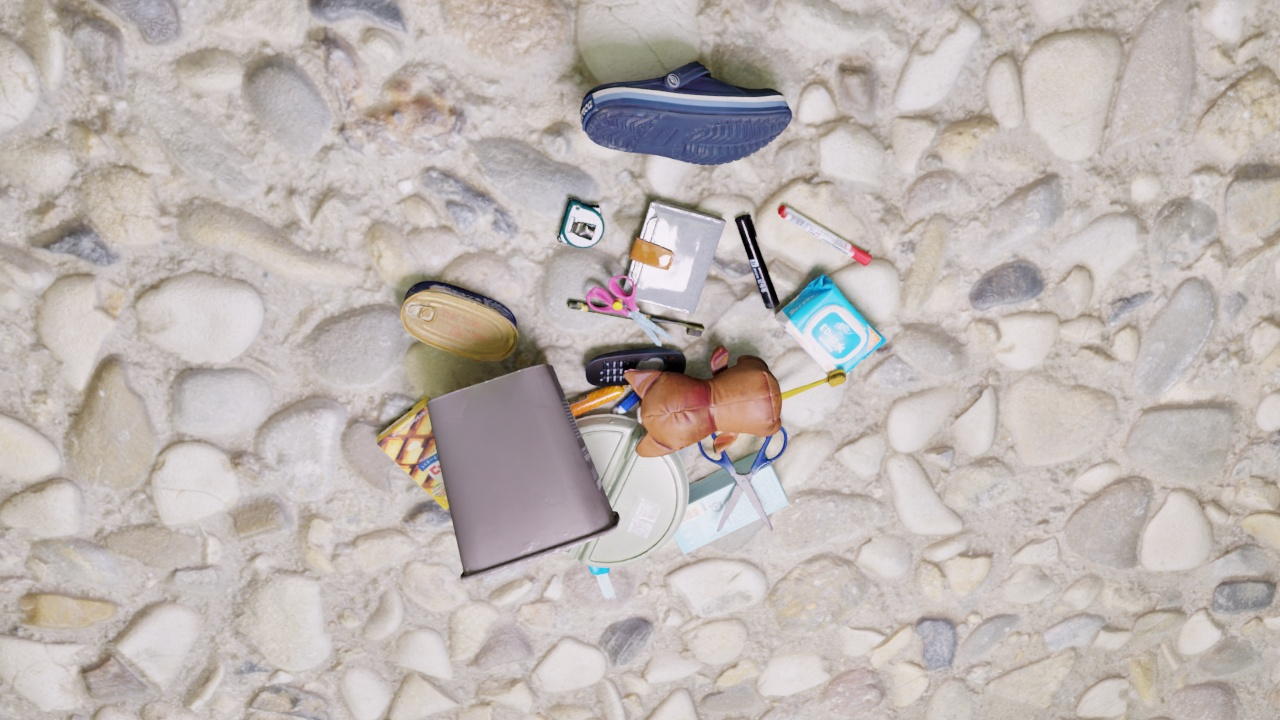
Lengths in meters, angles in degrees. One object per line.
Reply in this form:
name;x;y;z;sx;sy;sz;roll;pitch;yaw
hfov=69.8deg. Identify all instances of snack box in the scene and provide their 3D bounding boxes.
snack box;-0.273;0.126;1.229;0.087;0.033;0.140;-35;117;9
snack box;0.118;0.203;1.316;0.175;0.051;0.074;-26;114;4

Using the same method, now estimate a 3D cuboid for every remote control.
remote control;-0.007;0.007;1.218;0.136;0.024;0.053;-4;123;-12

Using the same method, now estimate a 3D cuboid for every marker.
marker;0.238;-0.161;1.184;0.145;0.017;0.017;26;108;-19
marker;-0.056;0.093;1.256;0.146;0.017;0.017;-42;114;11
marker;0.152;-0.127;1.185;0.022;0.020;0.132;-36;118;-24

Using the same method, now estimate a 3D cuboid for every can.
can;-0.224;-0.050;1.144;0.148;0.049;0.075;19;110;-17

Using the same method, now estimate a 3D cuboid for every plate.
plate;-0.047;0.185;1.259;0.230;0.027;0.230;0;107;1

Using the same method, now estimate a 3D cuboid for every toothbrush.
toothbrush;-0.005;-0.054;1.198;0.185;0.012;0.017;10;124;-14
toothbrush;0.189;0.053;1.241;0.190;0.016;0.016;-23;121;25

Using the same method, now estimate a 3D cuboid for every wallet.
wallet;0.040;-0.129;1.156;0.106;0.037;0.130;13;112;-15

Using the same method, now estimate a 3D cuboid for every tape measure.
tape measure;-0.071;-0.166;1.127;0.054;0.025;0.058;15;112;-14

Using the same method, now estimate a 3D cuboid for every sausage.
sausage;-0.093;0.065;1.234;0.165;0.021;0.021;-22;116;2

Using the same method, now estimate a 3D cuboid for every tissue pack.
tissue pack;0.252;-0.042;1.215;0.090;0.063;0.140;-43;114;11

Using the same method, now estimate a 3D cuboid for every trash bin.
trash bin;-0.149;0.130;1.137;0.198;0.199;0.219;-17;88;-1

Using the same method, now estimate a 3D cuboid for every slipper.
slipper;0.048;-0.289;1.055;0.252;0.105;0.095;-4;74;-22

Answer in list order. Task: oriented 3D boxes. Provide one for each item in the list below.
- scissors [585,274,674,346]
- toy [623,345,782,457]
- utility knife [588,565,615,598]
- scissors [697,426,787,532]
scissors;0.000;-0.064;1.171;0.137;0.017;0.077;32;126;-25
toy;0.083;0.056;1.205;0.199;0.130;0.140;-12;88;-8
utility knife;-0.071;0.261;1.307;0.034;0.018;0.186;-23;104;-16
scissors;0.141;0.154;1.271;0.162;0.012;0.176;38;89;9
